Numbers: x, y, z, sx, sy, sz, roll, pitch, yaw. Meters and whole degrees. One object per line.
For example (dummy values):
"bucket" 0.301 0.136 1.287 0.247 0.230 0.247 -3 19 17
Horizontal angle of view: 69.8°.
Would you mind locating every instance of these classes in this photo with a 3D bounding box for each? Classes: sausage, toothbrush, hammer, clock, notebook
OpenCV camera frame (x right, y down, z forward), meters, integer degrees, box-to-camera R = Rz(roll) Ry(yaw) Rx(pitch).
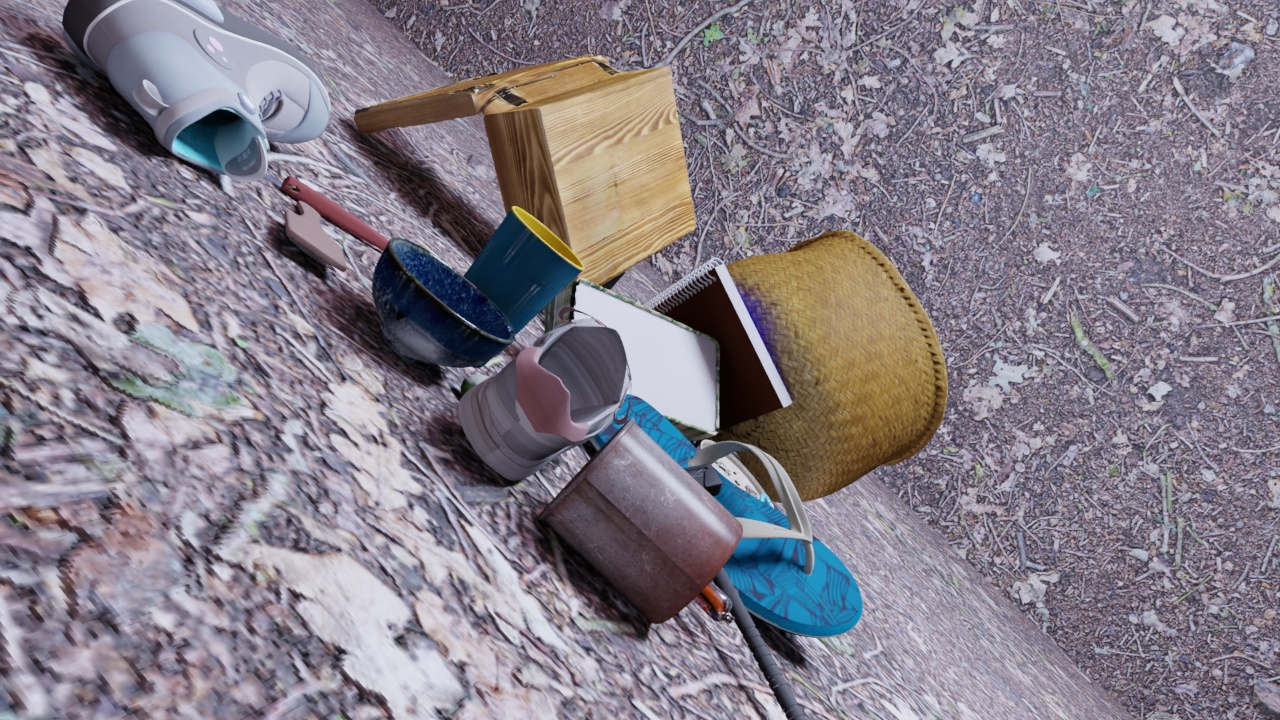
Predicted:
"sausage" 0.012 0.136 0.668 0.155 0.020 0.020 38 6 29
"toothbrush" -0.238 -0.110 0.826 0.189 0.016 0.016 34 8 -41
"hammer" 0.074 0.198 0.637 0.094 0.015 0.324 -7 42 -23
"clock" 0.075 0.127 0.913 0.103 0.061 0.156 41 16 -18
"notebook" 0.068 -0.004 1.038 0.210 0.022 0.171 -29 -94 59

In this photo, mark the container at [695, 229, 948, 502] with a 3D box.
"container" 0.178 0.019 1.091 0.196 0.308 0.307 -24 57 -32

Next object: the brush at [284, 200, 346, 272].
"brush" -0.257 -0.099 0.712 0.050 0.015 0.135 38 4 -31

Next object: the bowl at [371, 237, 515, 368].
"bowl" -0.153 -0.030 0.670 0.114 0.061 0.114 40 8 -7

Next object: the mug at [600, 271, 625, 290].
"mug" -0.084 -0.126 1.323 0.078 0.088 0.113 38 10 -27

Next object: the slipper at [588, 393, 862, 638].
"slipper" 0.072 0.122 0.785 0.295 0.060 0.118 41 46 14

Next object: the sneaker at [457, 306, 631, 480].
"sneaker" -0.039 0.009 0.672 0.099 0.090 0.235 59 22 -5

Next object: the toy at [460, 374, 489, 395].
"toy" -0.084 0.037 0.715 0.079 0.038 0.122 52 20 13

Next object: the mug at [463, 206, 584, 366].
"mug" -0.115 -0.058 0.764 0.078 0.121 0.078 41 10 -9

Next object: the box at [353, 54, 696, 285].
"box" -0.151 -0.269 1.225 0.337 0.286 0.278 8 28 36

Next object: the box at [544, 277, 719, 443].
"box" -0.005 0.005 0.918 0.205 0.051 0.117 20 62 -37

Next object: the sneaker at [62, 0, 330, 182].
"sneaker" -0.310 -0.193 0.726 0.160 0.093 0.256 54 10 14

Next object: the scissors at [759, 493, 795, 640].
"scissors" 0.131 0.194 0.839 0.076 0.015 0.141 40 40 -50

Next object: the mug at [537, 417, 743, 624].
"mug" -0.003 0.110 0.615 0.110 0.096 0.123 48 -21 3
